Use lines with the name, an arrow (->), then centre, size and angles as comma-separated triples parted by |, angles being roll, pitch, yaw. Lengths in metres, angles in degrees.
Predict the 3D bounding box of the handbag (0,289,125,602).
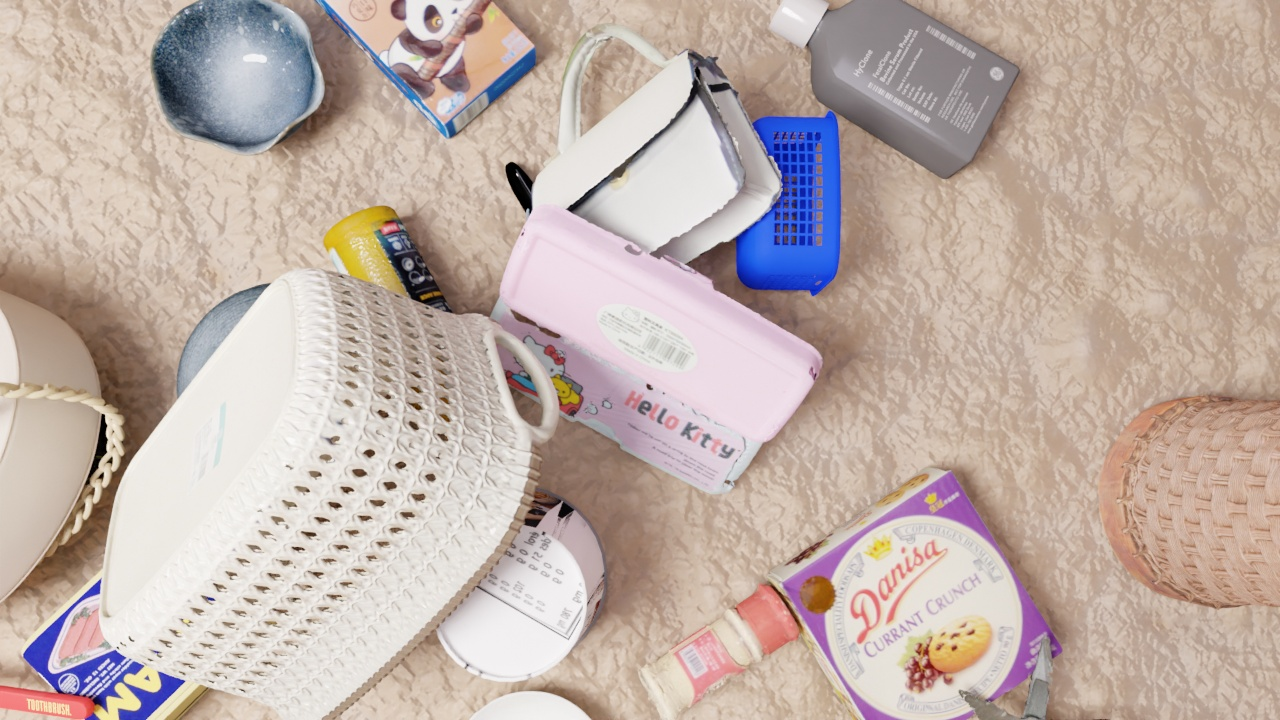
handbag -> -0.433, 0.049, 0.533 | 0.209, 0.103, 0.210 | 26, 81, 20

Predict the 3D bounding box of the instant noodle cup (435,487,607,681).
instant noodle cup -> -0.078, 0.141, 0.567 | 0.123, 0.122, 0.123 | 1, 83, -6

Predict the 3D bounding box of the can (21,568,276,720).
can -> -0.307, 0.174, 0.575 | 0.092, 0.056, 0.116 | 45, 82, 2

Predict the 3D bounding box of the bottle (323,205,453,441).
bottle -> -0.144, -0.011, 0.613 | 0.053, 0.053, 0.186 | -29, 87, -8

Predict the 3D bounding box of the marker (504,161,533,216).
marker -> -0.057, -0.082, 0.645 | 0.016, 0.022, 0.138 | -31, 86, -13

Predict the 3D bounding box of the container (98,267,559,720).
container -> -0.176, 0.071, 0.501 | 0.247, 0.184, 0.142 | -45, 132, 17

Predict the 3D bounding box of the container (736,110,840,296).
container -> 0.098, -0.105, 0.627 | 0.058, 0.096, 0.114 | 1, 83, -1

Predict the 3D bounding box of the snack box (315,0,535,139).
snack box -> -0.156, -0.241, 0.647 | 0.087, 0.034, 0.151 | -43, 89, -8

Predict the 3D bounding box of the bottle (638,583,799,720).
bottle -> 0.052, 0.196, 0.614 | 0.109, 0.044, 0.044 | -32, 87, -8

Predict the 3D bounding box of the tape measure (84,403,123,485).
tape measure -> -0.367, 0.053, 0.593 | 0.061, 0.034, 0.061 | -28, 74, -2

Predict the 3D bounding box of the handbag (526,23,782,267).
handbag -> -0.011, -0.144, 0.598 | 0.152, 0.073, 0.176 | -29, 73, 30

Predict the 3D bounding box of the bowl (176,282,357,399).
bowl -> -0.242, 0.011, 0.599 | 0.137, 0.057, 0.137 | 1, 84, -6

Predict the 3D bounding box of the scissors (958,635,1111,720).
scissors -> 0.289, 0.283, 0.626 | 0.202, 0.015, 0.202 | 5, 100, -13

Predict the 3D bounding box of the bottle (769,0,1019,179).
bottle -> 0.177, -0.215, 0.670 | 0.174, 0.046, 0.083 | 30, 82, -2

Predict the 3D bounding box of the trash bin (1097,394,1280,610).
trash bin -> 0.418, 0.091, 0.577 | 0.151, 0.210, 0.151 | 1, 83, -5

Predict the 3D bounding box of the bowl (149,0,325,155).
bowl -> -0.265, -0.186, 0.619 | 0.110, 0.055, 0.110 | 1, 84, -6

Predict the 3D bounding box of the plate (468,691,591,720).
plate -> -0.073, 0.268, 0.602 | 0.104, 0.026, 0.104 | 0, 84, -5

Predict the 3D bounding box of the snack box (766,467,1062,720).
snack box -> 0.186, 0.173, 0.630 | 0.143, 0.040, 0.148 | -31, 88, -8

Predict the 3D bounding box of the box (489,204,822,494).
box -> -0.003, 0.003, 0.586 | 0.201, 0.037, 0.153 | 29, 126, 0

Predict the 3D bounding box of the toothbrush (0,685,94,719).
toothbrush -> -0.425, 0.199, 0.550 | 0.213, 0.018, 0.012 | 3, 97, 11
